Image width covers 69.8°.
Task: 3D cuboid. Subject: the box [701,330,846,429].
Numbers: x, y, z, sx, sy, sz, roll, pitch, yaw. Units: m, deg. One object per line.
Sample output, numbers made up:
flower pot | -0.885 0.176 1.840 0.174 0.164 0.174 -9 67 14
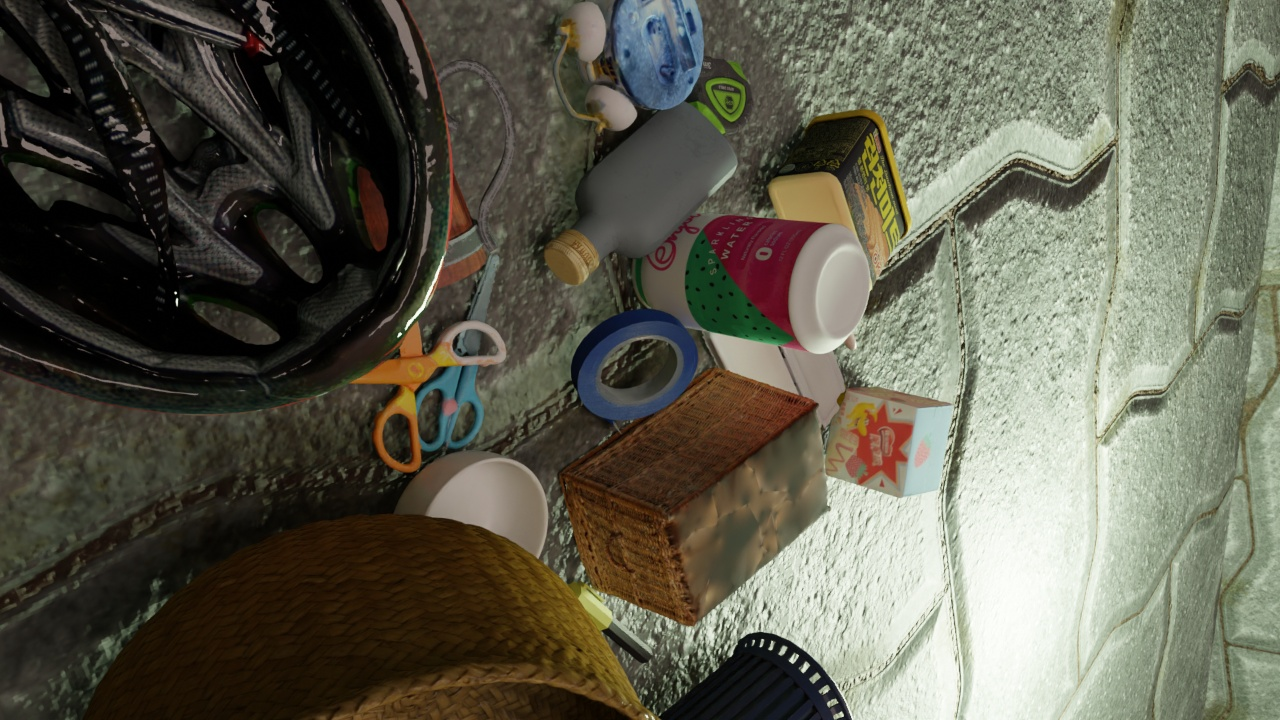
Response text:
box | 0.128 0.003 0.841 0.126 0.023 0.210 -51 132 -26

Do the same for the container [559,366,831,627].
container | 0.049 0.103 0.721 0.198 0.113 0.114 -32 121 -34

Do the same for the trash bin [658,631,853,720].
trash bin | 0.051 0.355 0.771 0.248 0.139 0.139 -26 117 -37

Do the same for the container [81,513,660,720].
container | -0.135 0.229 0.471 0.306 0.196 0.307 -12 117 -24

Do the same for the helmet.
helmet | -0.199 -0.101 0.371 0.217 0.167 0.272 -41 117 -6

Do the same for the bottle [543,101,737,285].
bottle | -0.004 -0.114 0.648 0.072 0.046 0.160 45 63 -3

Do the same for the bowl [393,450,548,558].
bowl | -0.116 0.108 0.598 0.104 0.054 0.105 -14 110 -44

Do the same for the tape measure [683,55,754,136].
tape measure | 0.054 -0.201 0.705 0.065 0.036 0.058 -5 94 -41

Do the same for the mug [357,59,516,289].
mug | -0.122 -0.102 0.506 0.117 0.081 0.111 -16 112 -3

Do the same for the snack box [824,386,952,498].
snack box | 0.250 0.080 0.930 0.079 0.095 0.093 -1 101 -45

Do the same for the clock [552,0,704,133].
clock | -0.011 -0.209 0.624 0.125 0.052 0.089 -41 127 -30

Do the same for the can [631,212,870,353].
can | 0.077 -0.060 0.668 0.088 0.166 0.088 -13 109 -43

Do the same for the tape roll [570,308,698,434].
tape roll | -0.004 0.004 0.678 0.093 0.016 0.091 -37 133 5

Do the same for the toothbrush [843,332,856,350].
toothbrush | 0.175 -0.072 0.874 0.018 0.016 0.181 -57 133 -26

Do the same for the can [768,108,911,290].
can | 0.175 -0.134 0.800 0.100 0.073 0.131 -53 130 -35

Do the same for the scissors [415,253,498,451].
scissors | -0.113 -0.005 0.602 0.056 0.015 0.137 17 92 -44

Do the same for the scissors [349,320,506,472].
scissors | -0.139 0.007 0.571 0.128 0.011 0.125 -10 102 -36

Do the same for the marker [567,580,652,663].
marker | -0.024 0.214 0.744 0.021 0.017 0.124 -55 134 -19
